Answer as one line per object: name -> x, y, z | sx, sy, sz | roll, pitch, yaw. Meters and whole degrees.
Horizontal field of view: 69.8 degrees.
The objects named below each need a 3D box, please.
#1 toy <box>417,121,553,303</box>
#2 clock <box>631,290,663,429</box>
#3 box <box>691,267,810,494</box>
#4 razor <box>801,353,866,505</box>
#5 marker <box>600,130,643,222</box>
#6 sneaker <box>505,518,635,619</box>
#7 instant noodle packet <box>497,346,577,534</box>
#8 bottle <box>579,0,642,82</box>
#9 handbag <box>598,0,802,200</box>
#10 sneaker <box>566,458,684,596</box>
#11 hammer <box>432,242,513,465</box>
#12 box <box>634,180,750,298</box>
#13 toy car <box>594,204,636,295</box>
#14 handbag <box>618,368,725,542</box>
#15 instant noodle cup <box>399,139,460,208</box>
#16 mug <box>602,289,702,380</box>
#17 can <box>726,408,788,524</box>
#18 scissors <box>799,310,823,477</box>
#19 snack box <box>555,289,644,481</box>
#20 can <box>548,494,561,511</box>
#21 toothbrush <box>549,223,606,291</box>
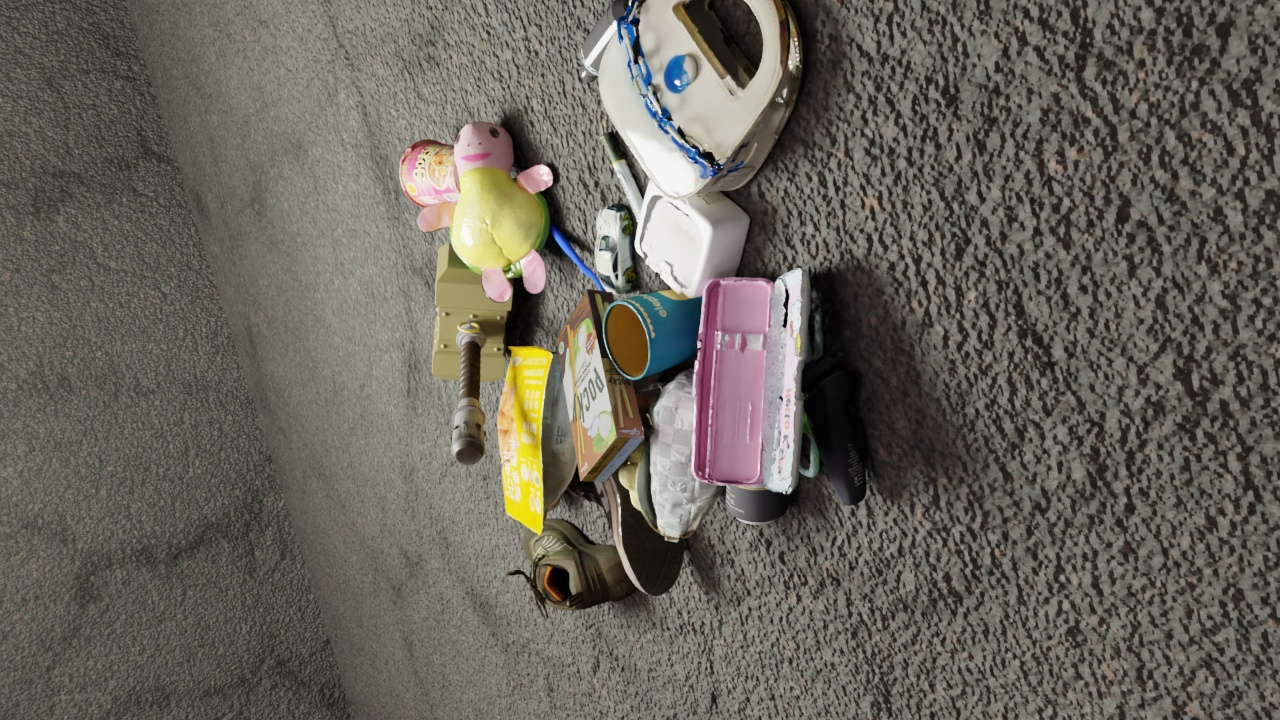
toy -> -0.187, -0.191, 1.171 | 0.190, 0.087, 0.238 | -20, 84, 17
clock -> -0.007, 0.006, 1.067 | 0.104, 0.061, 0.156 | -26, 77, 55
box -> 0.113, 0.020, 0.859 | 0.150, 0.073, 0.201 | 0, 84, 48
razor -> 0.180, 0.065, 0.844 | 0.052, 0.047, 0.143 | -8, 102, 60
marker -> -0.009, -0.185, 1.014 | 0.017, 0.017, 0.146 | -32, 80, 55
sneaker -> -0.128, 0.307, 1.302 | 0.238, 0.142, 0.101 | 7, 112, 52
instant noodle packet -> -0.128, 0.098, 1.162 | 0.163, 0.084, 0.221 | 3, 84, 64
bottle -> -0.031, -0.327, 0.950 | 0.113, 0.046, 0.047 | -35, 77, 55
handbag -> 0.055, -0.261, 0.835 | 0.200, 0.092, 0.200 | 57, 136, 19
sneaker -> -0.028, 0.183, 1.154 | 0.120, 0.095, 0.234 | -34, 81, 57
hammer -> -0.220, 0.011, 1.188 | 0.324, 0.100, 0.191 | -101, 18, -50
box -> 0.042, -0.124, 0.926 | 0.107, 0.076, 0.103 | 47, 138, 33
toy car -> -0.033, -0.126, 1.062 | 0.048, 0.033, 0.105 | 23, 123, 49
handbag -> 0.038, 0.090, 0.992 | 0.123, 0.112, 0.172 | 14, 117, 22
instant noodle cup -> -0.260, -0.256, 1.263 | 0.109, 0.097, 0.098 | 12, 116, 42
mug -> 0.017, -0.039, 0.973 | 0.112, 0.104, 0.085 | 33, 131, 44
can -> 0.119, 0.100, 0.936 | 0.064, 0.064, 0.127 | 23, 124, 47
scissors -> 0.175, 0.034, 0.875 | 0.078, 0.032, 0.176 | 13, 117, 46
snack box -> -0.048, 0.027, 1.010 | 0.101, 0.031, 0.185 | -53, 41, 47
can -> -0.151, 0.141, 1.308 | 0.079, 0.079, 0.143 | 28, 127, 44
toothbrush -> -0.078, -0.119, 1.110 | 0.016, 0.018, 0.182 | 47, -176, -46
